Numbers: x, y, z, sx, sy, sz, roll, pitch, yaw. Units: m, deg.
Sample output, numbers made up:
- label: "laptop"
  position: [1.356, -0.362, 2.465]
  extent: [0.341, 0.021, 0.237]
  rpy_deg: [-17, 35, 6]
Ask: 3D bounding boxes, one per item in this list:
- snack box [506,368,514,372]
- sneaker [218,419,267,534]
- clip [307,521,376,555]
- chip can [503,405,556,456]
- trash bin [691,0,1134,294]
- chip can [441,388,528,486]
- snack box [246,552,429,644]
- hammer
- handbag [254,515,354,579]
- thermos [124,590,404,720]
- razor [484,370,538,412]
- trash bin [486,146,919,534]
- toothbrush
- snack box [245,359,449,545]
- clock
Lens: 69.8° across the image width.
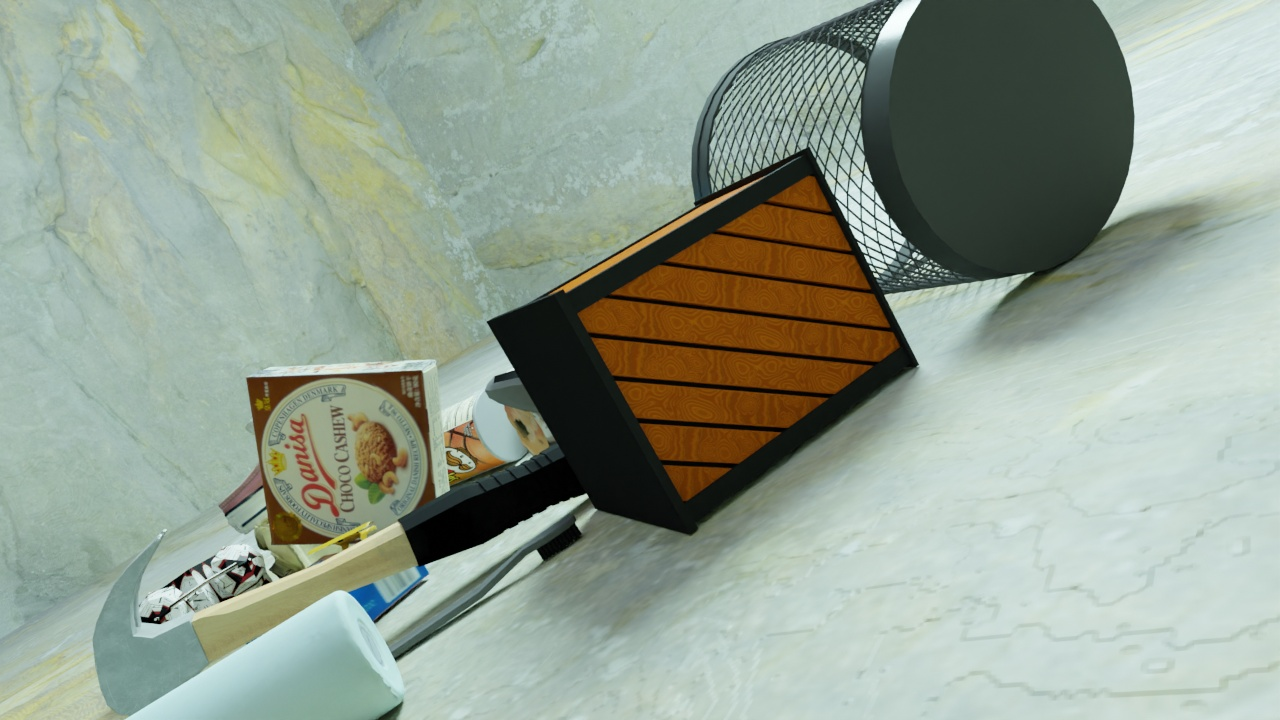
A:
- label: "snack box"
  position: [-0.080, 0.020, 0.989]
  extent: [0.110, 0.061, 0.230]
  rpy_deg: [-30, 8, -9]
- label: "sneaker"
  position: [-0.312, 0.065, 0.893]
  extent: [0.241, 0.088, 0.118]
  rpy_deg: [-37, 5, -9]
- label: "clip"
  position: [-0.201, 0.127, 0.640]
  extent: [0.054, 0.045, 0.049]
  rpy_deg: [-28, 34, 12]
- label: "chip can"
  position: [-0.005, 0.005, 0.802]
  extent: [0.229, 0.080, 0.080]
  rpy_deg: [-32, 9, -23]
- label: "trash bin"
  position: [0.183, -0.149, 0.649]
  extent: [0.217, 0.218, 0.228]
  rpy_deg: [-32, 13, -17]
- label: "chip can"
  position: [-0.213, 0.097, 0.933]
  extent: [0.216, 0.075, 0.075]
  rpy_deg: [-24, 10, 32]
- label: "snack box"
  position: [-0.229, 0.175, 0.672]
  extent: [0.152, 0.034, 0.087]
  rpy_deg: [-20, 12, 46]
- label: "hammer"
  position: [-0.160, 0.121, 0.573]
  extent: [0.327, 0.131, 0.039]
  rpy_deg: [-23, 6, -20]
- label: "handbag"
  position: [-0.289, 0.151, 0.850]
  extent: [0.119, 0.081, 0.111]
  rpy_deg: [-37, 6, -35]
- label: "thermos"
  position: [-0.219, 0.193, 0.436]
  extent: [0.206, 0.065, 0.078]
  rpy_deg: [-31, -14, -12]
- label: "razor"
  position: [-0.042, 0.023, 0.708]
  extent: [0.156, 0.060, 0.057]
  rpy_deg: [8, -22, 8]
- label: "trash bin"
  position: [0.032, -0.011, 0.549]
  extent: [0.171, 0.140, 0.140]
  rpy_deg: [-33, 9, -21]
- label: "toothbrush"
  position: [-0.106, 0.143, 0.538]
  extent: [0.167, 0.013, 0.013]
  rpy_deg: [-33, 9, -14]
- label: "snack box"
  position: [-0.233, 0.075, 0.743]
  extent: [0.147, 0.143, 0.041]
  rpy_deg: [-2, 12, 5]
- label: "clock"
  position: [-0.375, 0.214, 0.797]
  extent: [0.114, 0.065, 0.155]
  rpy_deg: [-34, -5, -34]
